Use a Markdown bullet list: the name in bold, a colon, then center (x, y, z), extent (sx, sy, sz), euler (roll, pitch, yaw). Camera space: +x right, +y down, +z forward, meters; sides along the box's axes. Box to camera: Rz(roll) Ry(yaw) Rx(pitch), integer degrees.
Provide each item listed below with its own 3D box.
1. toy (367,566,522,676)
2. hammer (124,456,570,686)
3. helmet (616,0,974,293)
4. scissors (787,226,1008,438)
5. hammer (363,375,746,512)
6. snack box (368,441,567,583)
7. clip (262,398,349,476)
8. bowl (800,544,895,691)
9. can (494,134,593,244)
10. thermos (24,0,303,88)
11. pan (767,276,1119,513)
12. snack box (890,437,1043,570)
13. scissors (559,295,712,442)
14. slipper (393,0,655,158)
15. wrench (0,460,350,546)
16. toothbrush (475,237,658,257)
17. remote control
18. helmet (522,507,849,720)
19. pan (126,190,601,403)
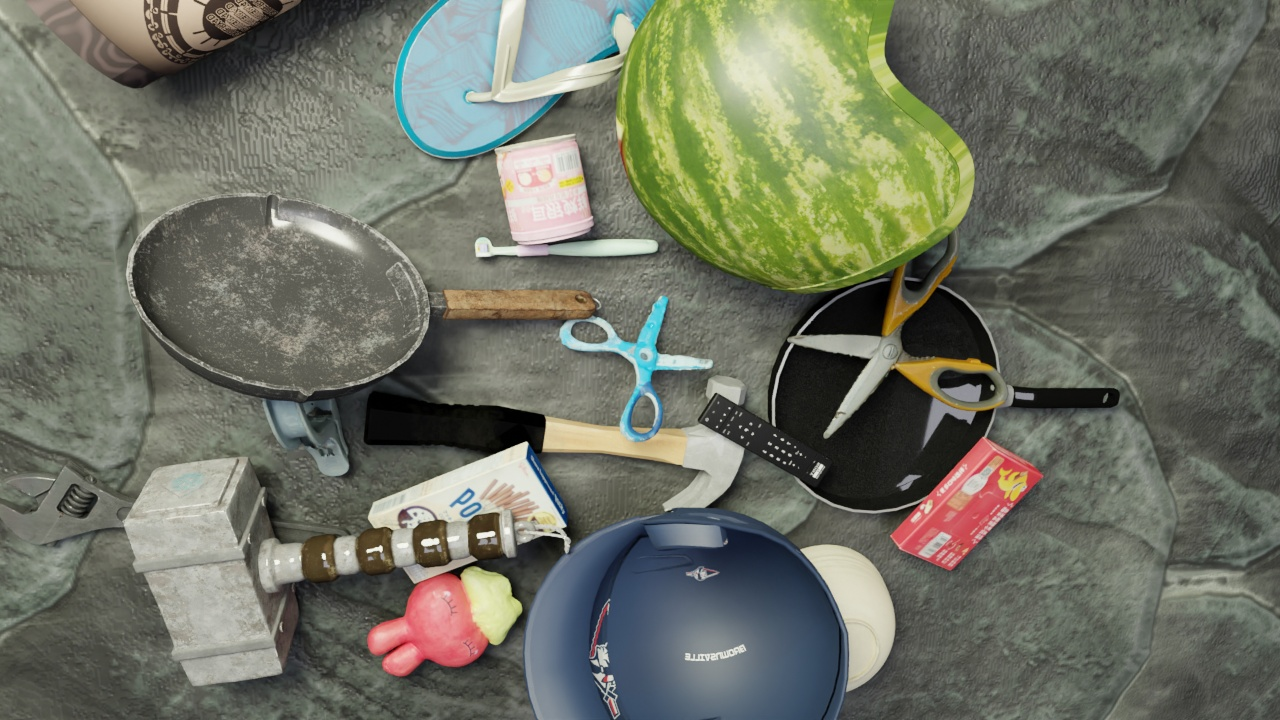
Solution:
- **toy**: center (-0.174, 0.234, 0.818), extent (0.135, 0.045, 0.092), euler (-21, 106, -12)
- **hammer**: center (-0.221, 0.154, 0.740), extent (0.326, 0.079, 0.177), euler (-7, 119, -5)
- **helmet**: center (0.101, -0.184, 0.677), extent (0.244, 0.212, 0.247), euler (-23, 112, 15)
- **scissors**: center (0.246, -0.014, 0.823), extent (0.229, 0.016, 0.225), euler (29, 97, -16)
- **hammer**: center (-0.070, 0.066, 0.802), extent (0.328, 0.039, 0.131), euler (6, 104, -13)
- **snack box**: center (-0.146, 0.132, 0.784), extent (0.150, 0.026, 0.082), euler (-22, 117, 10)
- **clip**: center (-0.262, 0.012, 0.712), extent (0.032, 0.165, 0.165), euler (-8, 87, -6)
- **bowl**: center (0.184, 0.262, 0.886), extent (0.150, 0.075, 0.151), euler (-3, 105, -12)
- **can**: center (-0.076, -0.136, 0.731), extent (0.067, 0.067, 0.076), euler (-13, 106, -9)
- **thermos**: center (-0.282, -0.296, 0.600), extent (0.226, 0.172, 0.173), euler (-32, 109, 4)
- **pan**: center (0.290, 0.033, 0.869), extent (0.356, 0.034, 0.225), euler (0, 104, -12)
- **snack box**: center (0.314, 0.141, 0.884), extent (0.089, 0.021, 0.133), euler (26, 110, -33)
- **scissors**: center (-0.005, 0.005, 0.785), extent (0.134, 0.011, 0.139), euler (7, 71, -6)
- **slipper**: center (-0.061, -0.262, 0.707), extent (0.295, 0.060, 0.118), euler (-30, 105, -3)
- **wrench**: center (-0.382, 0.134, 0.765), extent (0.273, 0.018, 0.073), euler (12, 102, -16)
- **toothbrush**: center (-0.060, -0.095, 0.772), extent (0.154, 0.022, 0.015), euler (-2, 141, -12)
- **remote control**: center (0.113, 0.072, 0.816), extent (0.140, 0.009, 0.030), euler (30, 97, -23)
- **helmet**: center (0.036, 0.244, 0.778), extent (0.272, 0.223, 0.232), euler (-9, 77, -1)
- **pan**: center (-0.191, -0.043, 0.704), extent (0.356, 0.207, 0.040), euler (2, 136, -32)
